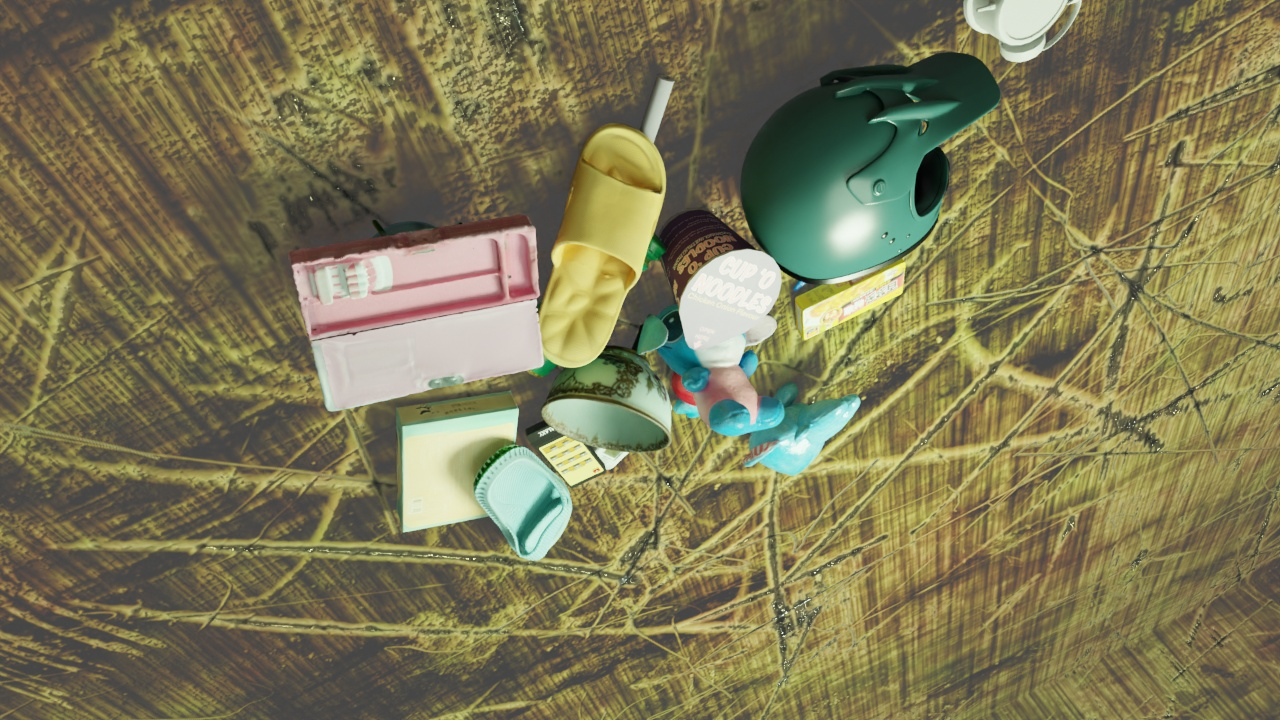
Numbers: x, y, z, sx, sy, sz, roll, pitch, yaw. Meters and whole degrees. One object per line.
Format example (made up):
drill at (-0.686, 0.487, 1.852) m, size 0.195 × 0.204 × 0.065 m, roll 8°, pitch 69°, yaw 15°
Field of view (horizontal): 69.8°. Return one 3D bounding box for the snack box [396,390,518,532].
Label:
snack box at (-0.233, 0.130, 1.157) m, size 0.141 × 0.044 × 0.194 m, roll -8°, pitch 133°, yaw -23°

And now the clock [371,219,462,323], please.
clock at (-0.239, -0.073, 0.959) m, size 0.118 × 0.060 × 0.162 m, roll 1°, pitch 129°, yaw -27°

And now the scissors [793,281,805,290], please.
scissors at (0.241, -0.135, 1.179) m, size 0.125 × 0.013 × 0.127 m, roll 22°, pitch 115°, yaw -40°

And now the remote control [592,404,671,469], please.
remote control at (-0.017, 0.095, 1.250) m, size 0.133 × 0.022 × 0.050 m, roll -45°, pitch 134°, yaw 16°

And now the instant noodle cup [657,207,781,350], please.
instant noodle cup at (0.073, -0.102, 1.045) m, size 0.121 × 0.121 × 0.137 m, roll 14°, pitch 122°, yaw -35°

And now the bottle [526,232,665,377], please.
bottle at (-0.061, -0.071, 1.045) m, size 0.210 × 0.068 × 0.068 m, roll -41°, pitch 135°, yaw 13°

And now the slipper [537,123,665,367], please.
slipper at (-0.042, -0.111, 0.957) m, size 0.099 × 0.078 × 0.264 m, roll 17°, pitch 106°, yaw -13°

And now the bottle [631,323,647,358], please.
bottle at (-0.007, 0.007, 1.168) m, size 0.033 × 0.033 × 0.123 m, roll -4°, pitch 130°, yaw -24°

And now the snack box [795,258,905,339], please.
snack box at (0.279, -0.086, 1.223) m, size 0.152 × 0.025 × 0.075 m, roll -25°, pitch 148°, yaw -4°

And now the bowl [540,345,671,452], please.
bowl at (-0.032, 0.039, 1.106) m, size 0.160 × 0.093 × 0.160 m, roll 11°, pitch 156°, yaw 5°

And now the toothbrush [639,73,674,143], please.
toothbrush at (-0.002, -0.213, 0.980) m, size 0.018 × 0.019 × 0.188 m, roll 11°, pitch 125°, yaw -14°

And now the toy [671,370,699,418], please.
toy at (0.085, 0.035, 1.226) m, size 0.092 × 0.062 × 0.133 m, roll -5°, pitch 150°, yaw -4°

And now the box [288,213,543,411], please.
box at (-0.215, -0.049, 0.919) m, size 0.232 × 0.040 × 0.179 m, roll -11°, pitch 126°, yaw -17°

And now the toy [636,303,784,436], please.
toy at (0.099, 0.007, 1.116) m, size 0.223 × 0.191 × 0.099 m, roll -6°, pitch 149°, yaw -46°

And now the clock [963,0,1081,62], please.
clock at (0.424, -0.396, 1.007) m, size 0.159 × 0.061 × 0.120 m, roll 11°, pitch 124°, yaw -39°

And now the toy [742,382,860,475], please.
toy at (0.228, 0.089, 1.312) m, size 0.183 × 0.115 × 0.181 m, roll -16°, pitch 158°, yaw -45°

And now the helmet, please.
helmet at (0.239, -0.216, 0.989) m, size 0.274 × 0.176 × 0.200 m, roll -23°, pitch 138°, yaw -12°

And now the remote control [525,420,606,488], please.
remote control at (-0.096, 0.120, 1.211) m, size 0.058 × 0.013 × 0.133 m, roll -26°, pitch 135°, yaw 8°

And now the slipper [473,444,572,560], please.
slipper at (-0.139, 0.197, 1.209) m, size 0.115 × 0.069 × 0.276 m, roll -49°, pitch 152°, yaw -16°
